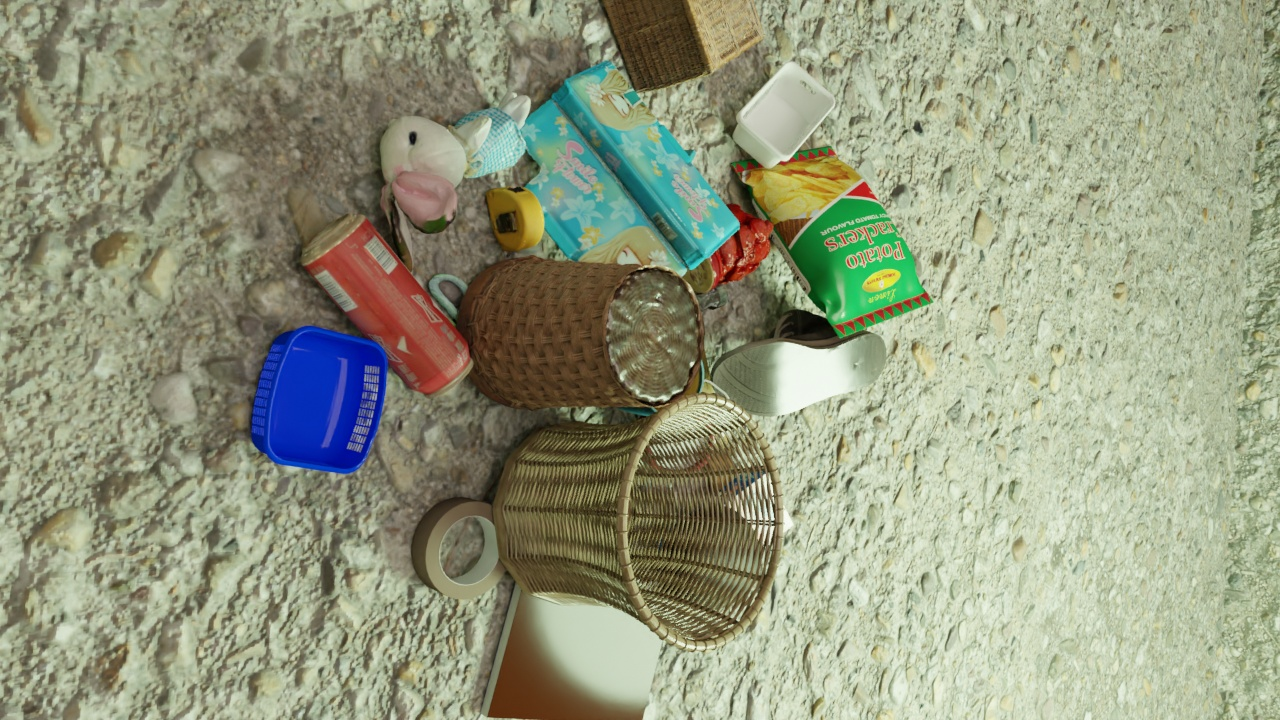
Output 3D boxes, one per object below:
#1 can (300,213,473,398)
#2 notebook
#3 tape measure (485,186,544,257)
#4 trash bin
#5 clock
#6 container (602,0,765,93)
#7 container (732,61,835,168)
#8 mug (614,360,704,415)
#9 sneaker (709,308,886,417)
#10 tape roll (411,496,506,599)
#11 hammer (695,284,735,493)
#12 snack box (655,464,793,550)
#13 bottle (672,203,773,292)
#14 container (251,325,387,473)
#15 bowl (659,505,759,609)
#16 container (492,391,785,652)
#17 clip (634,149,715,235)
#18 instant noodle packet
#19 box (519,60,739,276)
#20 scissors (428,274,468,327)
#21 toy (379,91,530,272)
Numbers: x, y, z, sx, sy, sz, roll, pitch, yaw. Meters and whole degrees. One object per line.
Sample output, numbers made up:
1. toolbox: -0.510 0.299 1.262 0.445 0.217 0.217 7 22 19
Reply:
1. can: -0.219 -0.046 0.804 0.067 0.067 0.170 -49 116 -27
2. notebook: -0.058 0.301 0.990 0.209 0.022 0.171 21 81 -38
3. tape measure: -0.121 -0.136 0.892 0.030 0.059 0.068 -19 105 -38
4. trash bin: -0.052 -0.027 0.843 0.151 0.211 0.151 0 90 -42
5. clock: 0.046 0.077 1.020 0.087 0.044 0.124 37 99 -21
6. container: 0.035 -0.400 0.974 0.112 0.114 0.198 -39 117 -37
7. container: 0.169 -0.293 1.115 0.081 0.050 0.129 41 64 -2
8. mug: -0.006 0.006 0.965 0.084 0.104 0.112 -48 117 -28
9. sneaker: 0.168 -0.004 1.104 0.234 0.120 0.095 -16 114 -26
10. tape roll: -0.171 0.180 0.884 0.093 0.030 0.093 -2 93 -39
11. hammer: 0.082 0.083 1.090 0.131 0.033 0.330 -26 109 -38
12. snack box: 0.100 0.202 1.080 0.154 0.033 0.088 -36 115 -13
13. bottle: 0.094 -0.139 1.055 0.111 0.099 0.099 -31 111 -27
14. container: -0.273 0.032 0.774 0.096 0.058 0.114 16 82 -39
15. bowl: 0.088 0.230 1.029 0.121 0.056 0.121 -7 106 -24
16. container: -0.007 0.148 0.881 0.226 0.197 0.226 6 81 -46
17. clip: 0.039 -0.170 1.047 0.126 0.028 0.113 -36 112 -33
18. instant noodle packet: 0.243 -0.157 1.144 0.195 0.091 0.252 -18 73 -38
19. box: -0.018 -0.180 0.937 0.180 0.074 0.227 -42 96 -24
20. scissors: -0.157 -0.008 0.901 0.175 0.033 0.072 48 60 -26
21. toy: -0.172 -0.192 0.829 0.105 0.131 0.204 43 58 -15
